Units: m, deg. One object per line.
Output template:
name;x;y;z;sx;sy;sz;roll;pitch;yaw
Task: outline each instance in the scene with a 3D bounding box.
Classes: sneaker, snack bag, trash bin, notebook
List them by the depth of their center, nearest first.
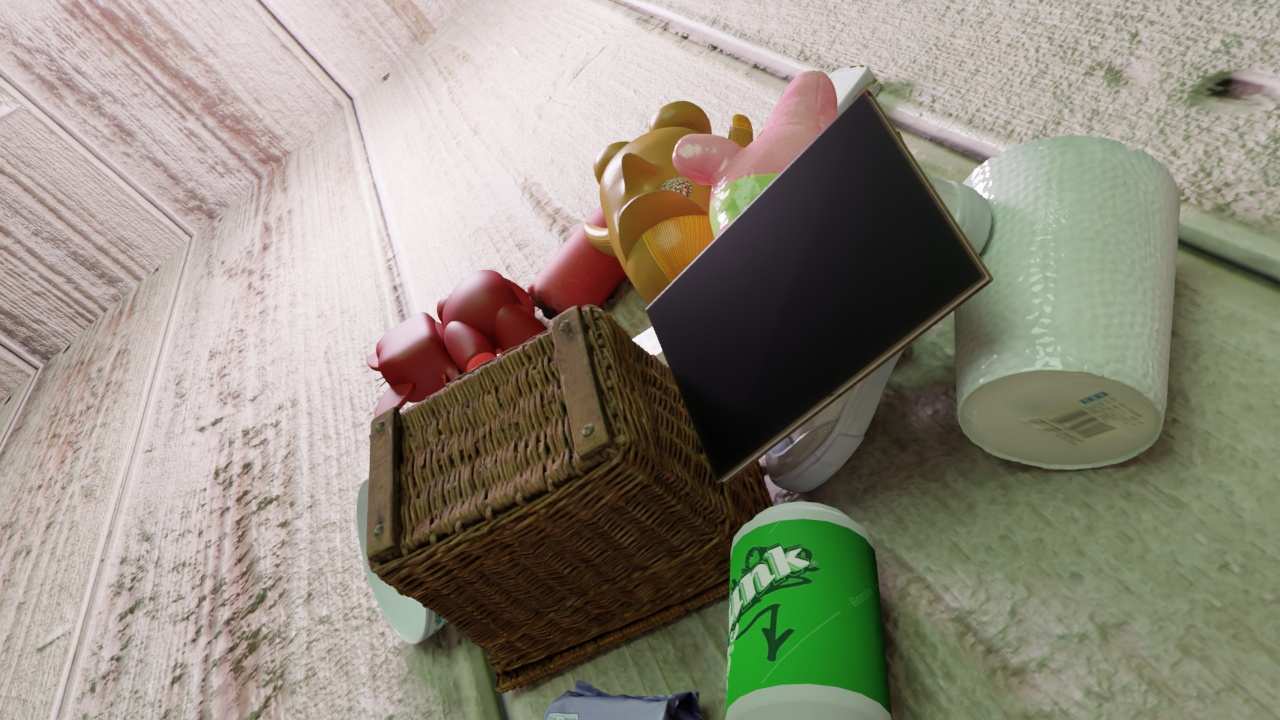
snack bag;-0.027;0.285;0.529;0.097;0.058;0.204;-14;40;32
trash bin;0.251;-0.030;0.550;0.134;0.133;0.161;-11;49;38
notebook;0.091;-0.039;0.553;0.210;0.008;0.141;-44;54;35
sneaker;0.122;-0.018;0.601;0.089;0.090;0.243;-90;21;-56

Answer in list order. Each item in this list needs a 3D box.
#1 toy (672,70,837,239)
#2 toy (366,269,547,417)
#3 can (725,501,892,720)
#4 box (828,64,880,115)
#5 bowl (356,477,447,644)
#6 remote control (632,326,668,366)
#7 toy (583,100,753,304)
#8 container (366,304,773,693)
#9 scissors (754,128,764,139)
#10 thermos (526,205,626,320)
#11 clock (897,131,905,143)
toy;0.118;-0.136;0.708;0.097;0.192;0.236;-48;24;53
toy;-0.201;-0.013;0.991;0.197;0.120;0.158;-31;36;-2
can;0.094;0.157;0.523;0.088;0.088;0.139;-22;38;27
box;0.168;-0.224;0.937;0.209;0.033;0.064;-51;32;-17
bowl;-0.182;0.161;0.790;0.074;0.144;0.144;-13;17;-35
remote control;-0.005;0.005;0.854;0.143;0.024;0.049;-33;30;5
toy;0.028;-0.131;0.852;0.199;0.162;0.203;-30;43;21
container;-0.060;0.092;0.642;0.250;0.183;0.162;-29;45;17
scissors;0.115;-0.216;0.968;0.133;0.012;0.097;-48;10;-2
thermos;-0.023;-0.139;0.994;0.239;0.073;0.073;-51;34;-15
clock;0.181;-0.166;0.825;0.115;0.065;0.154;-36;34;8
